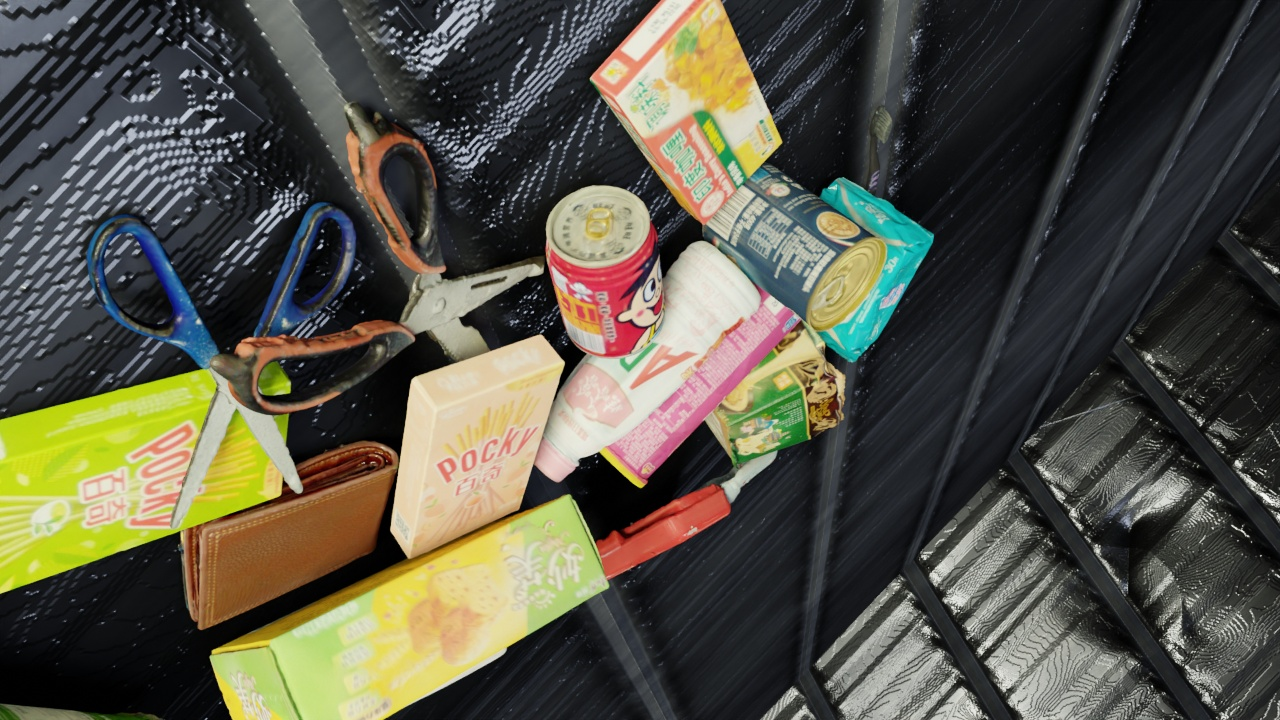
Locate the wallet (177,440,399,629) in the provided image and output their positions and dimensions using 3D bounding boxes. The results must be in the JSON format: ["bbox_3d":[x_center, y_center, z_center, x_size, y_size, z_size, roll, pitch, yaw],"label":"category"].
[{"bbox_3d":[-0.207,0.102,0.546,0.124,0.032,0.101,-19,145,-40],"label":"wallet"}]

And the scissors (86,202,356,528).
[{"bbox_3d":[-0.185,-0.004,0.418,0.162,0.012,0.174,-52,142,-14],"label":"scissors"}]

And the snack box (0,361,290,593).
[{"bbox_3d":[-0.245,0.053,0.430,0.156,0.026,0.086,-19,142,-42],"label":"snack box"}]

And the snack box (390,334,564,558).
[{"bbox_3d":[-0.102,0.056,0.553,0.084,0.026,0.158,-21,150,-34],"label":"snack box"}]

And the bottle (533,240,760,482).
[{"bbox_3d":[-0.004,0.004,0.656,0.197,0.068,0.068,-45,152,1],"label":"bottle"}]

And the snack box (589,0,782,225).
[{"bbox_3d":[0.033,-0.148,0.548,0.077,0.027,0.155,-46,152,2],"label":"snack box"}]

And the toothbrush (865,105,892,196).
[{"bbox_3d":[0.201,-0.149,0.792,0.014,0.017,0.189,-39,153,-13],"label":"toothbrush"}]

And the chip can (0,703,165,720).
[{"bbox_3d":[-0.319,0.204,0.450,0.072,0.072,0.236,-40,158,-12],"label":"chip can"}]

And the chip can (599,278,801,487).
[{"bbox_3d":[0.048,0.000,0.718,0.210,0.071,0.071,-46,152,-2],"label":"chip can"}]

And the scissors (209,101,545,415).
[{"bbox_3d":[-0.119,-0.030,0.470,0.188,0.015,0.226,-54,152,-24],"label":"scissors"}]

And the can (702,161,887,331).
[{"bbox_3d":[0.105,-0.083,0.645,0.075,0.111,0.075,-32,147,-24],"label":"can"}]

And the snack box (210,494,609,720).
[{"bbox_3d":[-0.148,0.167,0.593,0.209,0.070,0.158,-21,176,-39],"label":"snack box"}]

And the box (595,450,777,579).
[{"bbox_3d":[0.030,0.150,0.856,0.157,0.039,0.202,-21,167,-39],"label":"box"}]

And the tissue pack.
[{"bbox_3d":[0.173,-0.075,0.769,0.050,0.093,0.134,-24,145,-43],"label":"tissue pack"}]

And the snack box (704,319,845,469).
[{"bbox_3d":[0.099,0.018,0.787,0.105,0.117,0.118,-29,148,-7],"label":"snack box"}]

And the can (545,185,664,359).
[{"bbox_3d":[-0.020,-0.052,0.557,0.066,0.066,0.094,-37,151,-17],"label":"can"}]

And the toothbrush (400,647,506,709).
[{"bbox_3d":[-0.192,0.297,0.843,0.179,0.016,0.016,-14,140,-49],"label":"toothbrush"}]
